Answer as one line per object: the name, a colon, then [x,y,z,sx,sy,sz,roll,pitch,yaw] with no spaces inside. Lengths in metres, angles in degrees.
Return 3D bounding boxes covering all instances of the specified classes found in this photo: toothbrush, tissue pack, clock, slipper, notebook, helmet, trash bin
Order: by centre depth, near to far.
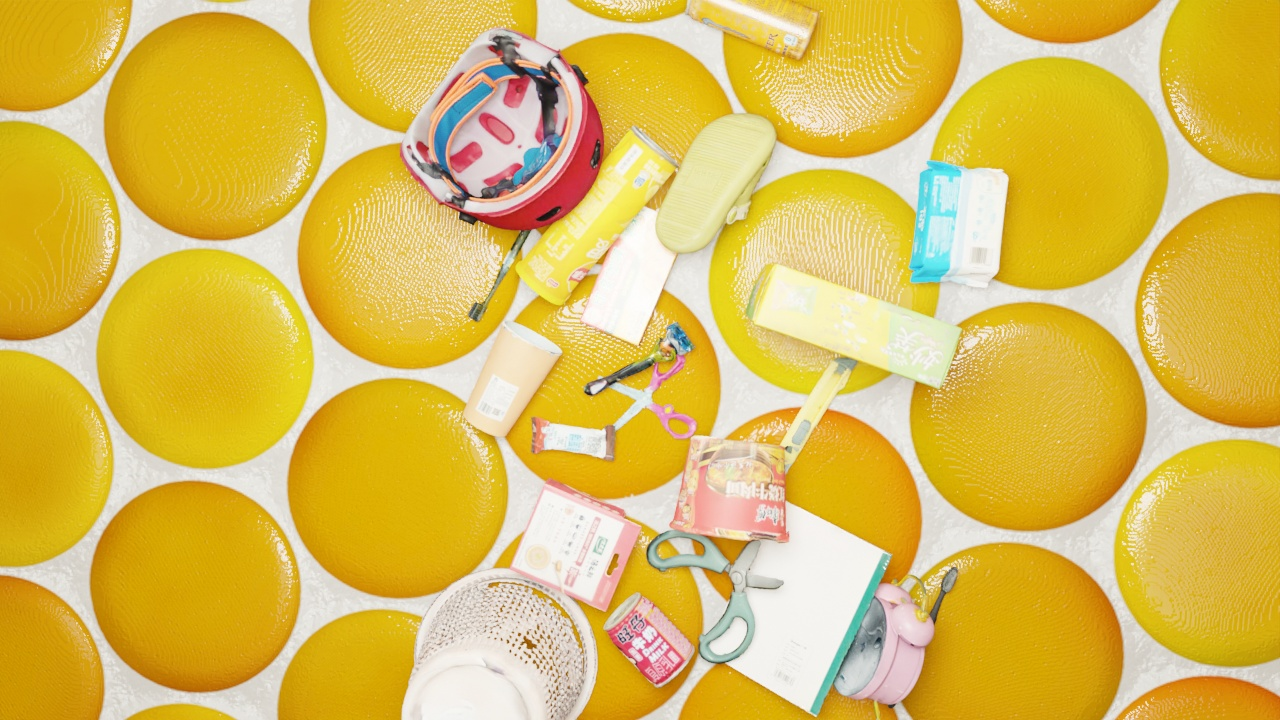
helmet: [-0.126,-0.232,1.014,0.240,0.144,0.207,40,96,31]
trash bin: [-0.170,0.370,1.037,0.227,0.192,0.227,0,92,3]
tissue pack: [0.360,-0.155,1.048,0.090,0.063,0.140,5,94,1]
clock: [0.280,0.317,1.049,0.060,0.117,0.158,22,96,-9]
slipper: [0.088,-0.196,1.058,0.092,0.081,0.190,28,79,27]
notebook: [0.183,0.286,1.077,0.150,0.012,0.209,25,94,22]
toothbrush: [0.337,0.332,1.095,0.014,0.016,0.189,24,95,9]
toothbrush: [-0.156,-0.129,1.101,0.012,0.017,0.186,34,94,38]

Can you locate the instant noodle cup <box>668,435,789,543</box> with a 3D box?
instant noodle cup: [0.104,0.145,1.047,0.138,0.138,0.108,6,84,3]

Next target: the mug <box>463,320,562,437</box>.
mug: [-0.155,0.025,1.081,0.078,0.078,0.123,30,98,1]

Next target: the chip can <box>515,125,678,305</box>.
chip can: [-0.052,-0.164,1.049,0.072,0.072,0.214,41,104,1]

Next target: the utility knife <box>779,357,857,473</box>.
utility knife: [0.193,0.086,1.095,0.031,0.022,0.213,31,98,7]

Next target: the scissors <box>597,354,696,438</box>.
scissors: [0.012,0.042,1.101,0.133,0.017,0.135,25,96,5]

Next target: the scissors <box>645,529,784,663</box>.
scissors: [0.076,0.265,1.084,0.179,0.019,0.170,28,110,19]

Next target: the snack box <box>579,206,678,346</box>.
snack box: [-0.007,-0.103,1.088,0.077,0.027,0.156,23,93,3]

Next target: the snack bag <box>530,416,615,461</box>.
snack bag: [-0.082,0.094,1.101,0.104,0.026,0.048,4,99,2]

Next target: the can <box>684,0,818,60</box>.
can: [0.128,-0.397,1.053,0.146,0.058,0.058,22,93,2]

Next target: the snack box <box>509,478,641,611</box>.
snack box: [-0.076,0.219,1.098,0.127,0.044,0.113,23,93,3]

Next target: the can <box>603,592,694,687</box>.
can: [0.009,0.329,1.087,0.066,0.066,0.094,-43,90,4]

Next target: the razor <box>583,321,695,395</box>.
razor: [-0.006,0.006,1.081,0.143,0.022,0.043,-28,118,13]

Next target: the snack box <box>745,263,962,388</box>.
snack box: [0.227,-0.043,1.013,0.210,0.157,0.070,19,97,2]
